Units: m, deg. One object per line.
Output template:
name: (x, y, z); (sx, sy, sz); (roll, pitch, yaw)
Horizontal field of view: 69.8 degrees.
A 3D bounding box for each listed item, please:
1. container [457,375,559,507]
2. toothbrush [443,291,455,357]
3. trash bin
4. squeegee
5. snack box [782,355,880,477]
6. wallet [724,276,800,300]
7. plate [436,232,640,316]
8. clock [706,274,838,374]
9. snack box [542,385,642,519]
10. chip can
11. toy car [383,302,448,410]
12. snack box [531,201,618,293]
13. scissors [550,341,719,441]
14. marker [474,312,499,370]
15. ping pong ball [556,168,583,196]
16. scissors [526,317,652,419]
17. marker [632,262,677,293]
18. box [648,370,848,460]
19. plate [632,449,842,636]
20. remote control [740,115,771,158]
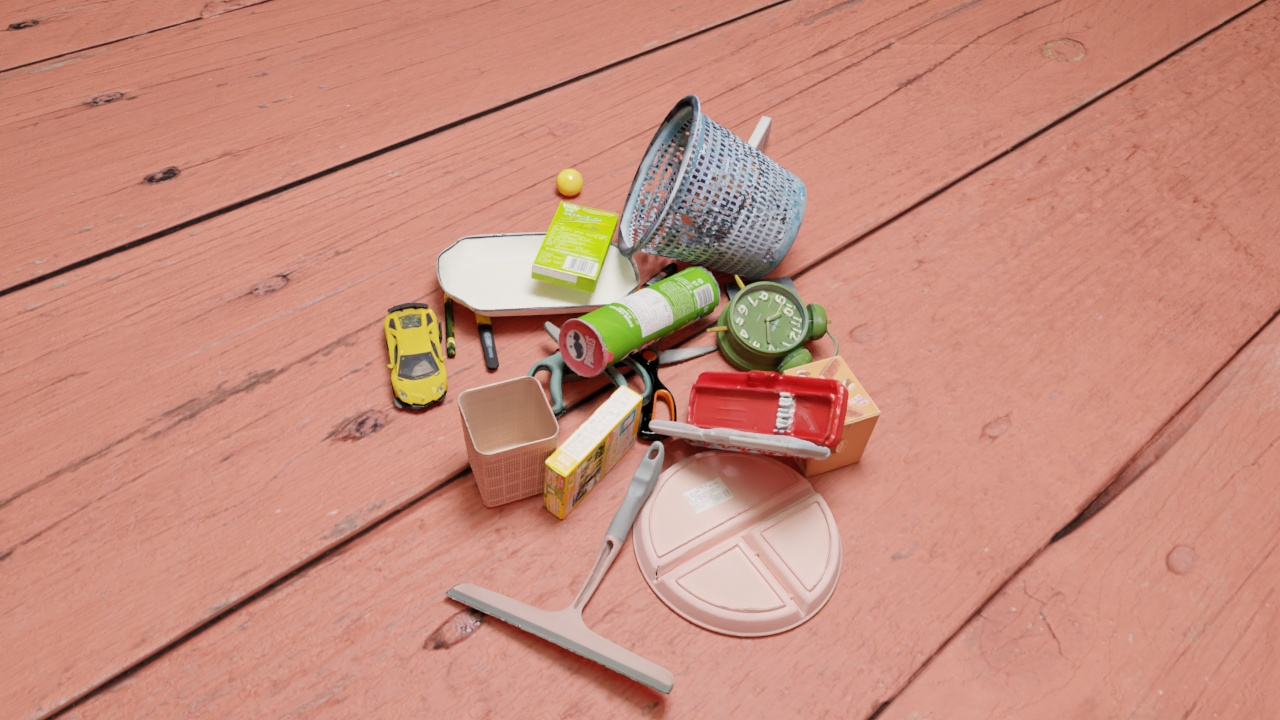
container: (-0.142, 0.091, 0.993); (0.089, 0.111, 0.090); (-15, 51, -18)
toothbrush: (-0.248, -0.074, 1.198); (0.017, 0.012, 0.185); (3, 47, -18)
trash bin: (0.104, -0.209, 1.228); (0.195, 0.227, 0.226); (21, 46, -16)
squeegee: (-0.031, 0.190, 0.957); (0.248, 0.040, 0.248); (18, 58, 19)
snack box: (0.212, 0.065, 1.068); (0.077, 0.093, 0.094); (-14, 52, -18)
wallet: (0.172, -0.068, 1.236); (0.097, 0.019, 0.120); (-5, 47, -10)
plate: (-0.134, -0.109, 1.214); (0.265, 0.034, 0.162); (-5, 45, -17)
clock: (0.173, -0.036, 1.162); (0.161, 0.056, 0.116); (25, 67, 6)
snack box: (-0.052, 0.100, 1.011); (0.034, 0.087, 0.140); (30, 52, 18)
chip can: (0.005, -0.052, 1.127); (0.072, 0.072, 0.235); (36, 40, 24)
toy car: (-0.272, -0.007, 1.115); (0.071, 0.041, 0.155); (-8, 51, -13)
snack box: (-0.085, -0.154, 1.225); (0.086, 0.026, 0.156); (13, 43, 1)
scissors: (-0.004, 0.010, 1.146); (0.221, 0.022, 0.233); (4, 47, -9)
marker: (-0.196, -0.035, 1.165); (0.018, 0.015, 0.124); (-7, 49, -14)
ping pong ball: (-0.105, -0.265, 1.365); (0.040, 0.040, 0.040); (3, 48, -4)
scissors: (-0.079, 0.018, 1.093); (0.170, 0.019, 0.180); (40, 53, 21)
marker: (0.013, -0.100, 1.249); (0.018, 0.015, 0.123); (30, 49, 21)
box: (0.115, 0.055, 1.007); (0.202, 0.100, 0.102); (4, 77, 42)
plate: (0.107, 0.186, 0.992); (0.229, 0.028, 0.229); (3, 48, -3)
remote control: (0.174, -0.324, 1.437); (0.021, 0.058, 0.149); (18, 48, 11)
